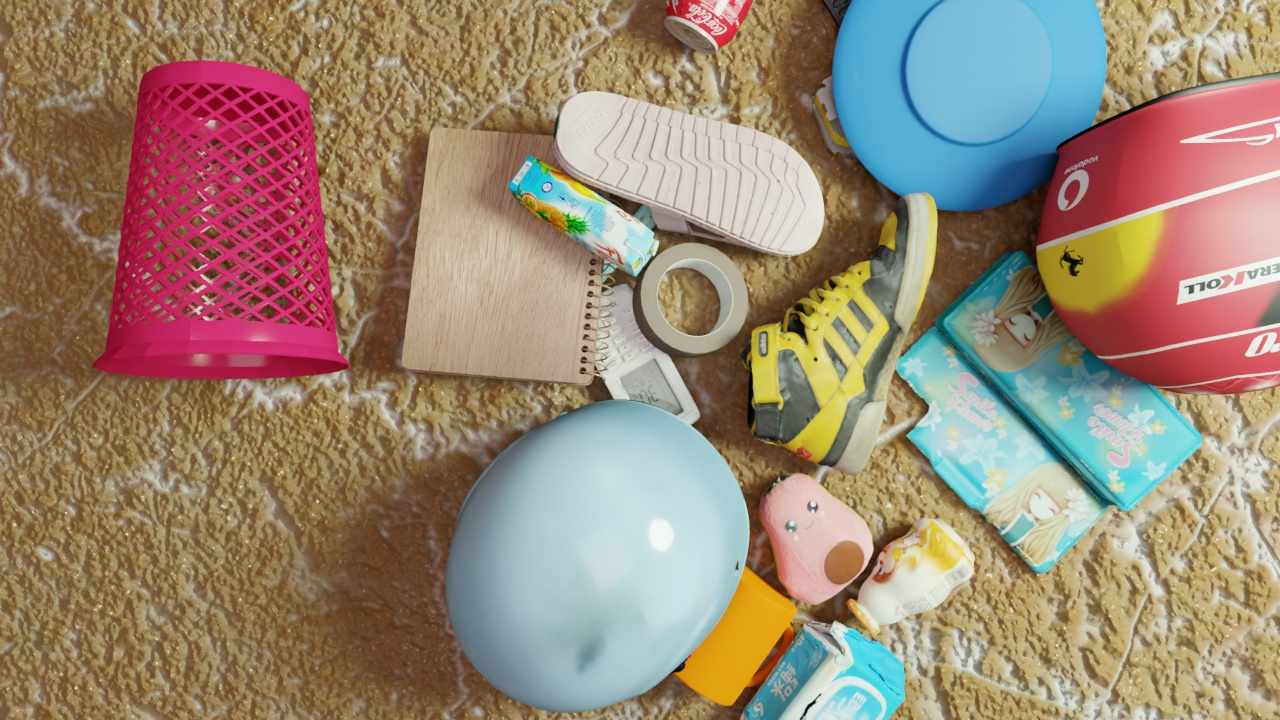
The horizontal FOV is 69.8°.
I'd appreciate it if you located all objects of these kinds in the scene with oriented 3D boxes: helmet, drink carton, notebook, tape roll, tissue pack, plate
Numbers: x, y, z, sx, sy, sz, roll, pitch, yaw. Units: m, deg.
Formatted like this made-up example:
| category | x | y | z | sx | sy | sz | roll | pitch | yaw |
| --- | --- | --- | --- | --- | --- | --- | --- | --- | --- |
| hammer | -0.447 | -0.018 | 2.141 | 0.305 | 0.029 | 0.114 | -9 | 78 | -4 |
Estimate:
| category | x | y | z | sx | sy | sz | roll | pitch | yaw |
| --- | --- | --- | --- | --- | --- | --- | --- | --- | --- |
| helmet | 0.440 | -0.088 | 0.691 | 0.270 | 0.198 | 0.224 | -14 | 88 | -15 |
| drink carton | -0.045 | -0.116 | 0.745 | 0.129 | 0.044 | 0.038 | 33 | 84 | 8 |
| notebook | -0.104 | -0.089 | 0.777 | 0.169 | 0.022 | 0.210 | 5 | 82 | 3 |
| tape roll | 0.042 | -0.050 | 0.775 | 0.093 | 0.030 | 0.093 | 2 | 82 | -14 |
| tissue pack | 0.153 | 0.291 | 0.770 | 0.093 | 0.062 | 0.144 | 35 | 91 | -20 |
| plate | 0.268 | -0.233 | 0.736 | 0.224 | 0.024 | 0.224 | 0 | 100 | -2 |
| helmet | -0.053 | 0.160 | 0.709 | 0.225 | 0.166 | 0.266 | 39 | 109 | 14 |

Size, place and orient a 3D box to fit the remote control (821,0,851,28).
| category | x | y | z | sx | sy | sz | roll | pitch | yaw |
| --- | --- | --- | --- | --- | --- | --- | --- | --- | --- |
| remote control | 0.150 | -0.347 | 0.782 | 0.041 | 0.020 | 0.152 | -34 | 92 | 2 |

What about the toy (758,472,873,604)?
| category | x | y | z | sx | sy | sz | roll | pitch | yaw |
| --- | --- | --- | --- | --- | --- | --- | --- | --- | --- |
| toy | 0.143 | 0.148 | 0.781 | 0.090 | 0.051 | 0.110 | -39 | 90 | 1 |

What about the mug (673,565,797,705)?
| category | x | y | z | sx | sy | sz | roll | pitch | yaw |
| --- | --- | --- | --- | --- | --- | --- | --- | --- | --- |
| mug | 0.086 | 0.235 | 0.780 | 0.112 | 0.077 | 0.096 | 33 | 92 | -28 |

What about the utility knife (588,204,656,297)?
| category | x | y | z | sx | sy | sz | roll | pitch | yaw |
| --- | --- | --- | --- | --- | --- | --- | --- | --- | --- |
| utility knife | -0.025 | -0.089 | 0.798 | 0.022 | 0.015 | 0.120 | 39 | 94 | -32 |

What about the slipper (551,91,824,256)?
| category | x | y | z | sx | sy | sz | roll | pitch | yaw |
| --- | --- | --- | --- | --- | --- | --- | --- | --- | --- |
| slipper | 0.040 | -0.154 | 0.767 | 0.239 | 0.064 | 0.094 | 17 | 82 | -13 |

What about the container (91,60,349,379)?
| category | x | y | z | sx | sy | sz | roll | pitch | yaw |
| --- | --- | --- | --- | --- | --- | --- | --- | --- | --- |
| container | -0.330 | -0.106 | 0.734 | 0.183 | 0.183 | 0.225 | -3 | 84 | 1 |

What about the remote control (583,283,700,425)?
| category | x | y | z | sx | sy | sz | roll | pitch | yaw |
| --- | --- | --- | --- | --- | --- | --- | --- | --- | --- |
| remote control | -0.005 | 0.005 | 0.793 | 0.060 | 0.025 | 0.138 | -29 | 91 | 2 |

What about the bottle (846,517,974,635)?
| category | x | y | z | sx | sy | sz | roll | pitch | yaw |
| --- | --- | --- | --- | --- | --- | --- | --- | --- | --- |
| bottle | 0.226 | 0.184 | 0.775 | 0.109 | 0.063 | 0.063 | -41 | 90 | 2 |

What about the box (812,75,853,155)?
| category | x | y | z | sx | sy | sz | roll | pitch | yaw |
| --- | --- | --- | --- | --- | --- | --- | --- | --- | --- |
| box | 0.251 | -0.238 | 0.780 | 0.210 | 0.044 | 0.065 | -21 | 78 | 2 |

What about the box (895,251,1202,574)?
| category | x | y | z | sx | sy | sz | roll | pitch | yaw |
| --- | --- | --- | --- | --- | --- | --- | --- | --- | --- |
| box | 0.332 | 0.048 | 0.785 | 0.182 | 0.039 | 0.227 | -44 | 91 | 3 |

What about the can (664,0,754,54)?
| category | x | y | z | sx | sy | sz | roll | pitch | yaw |
| --- | --- | --- | --- | --- | --- | --- | --- | --- | --- |
| can | 0.067 | -0.315 | 0.762 | 0.064 | 0.064 | 0.105 | 30 | 92 | 0 |

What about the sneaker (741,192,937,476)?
| category | x | y | z | sx | sy | sz | roll | pitch | yaw |
| --- | --- | --- | --- | --- | --- | --- | --- | --- | --- |
| sneaker | 0.155 | -0.032 | 0.756 | 0.122 | 0.086 | 0.238 | 14 | 96 | -3 |
